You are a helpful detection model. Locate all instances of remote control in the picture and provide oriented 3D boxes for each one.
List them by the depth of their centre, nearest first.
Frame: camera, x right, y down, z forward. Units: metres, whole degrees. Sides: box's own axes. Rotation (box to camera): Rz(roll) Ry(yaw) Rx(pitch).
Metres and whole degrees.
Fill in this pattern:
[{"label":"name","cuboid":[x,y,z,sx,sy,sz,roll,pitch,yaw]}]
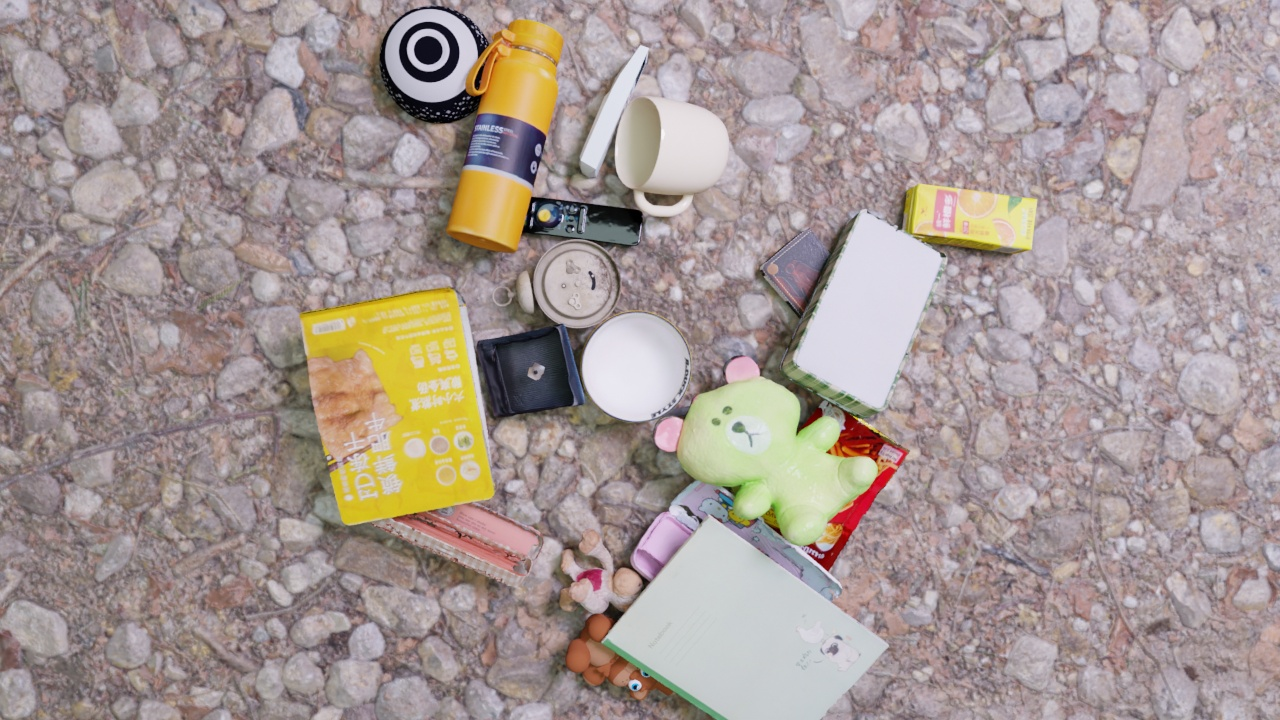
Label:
[{"label":"remote control","cuboid":[-0.032,-0.265,0.979,0.024,0.049,0.143,24,91,-3]},{"label":"remote control","cuboid":[-0.074,-0.152,0.998,0.152,0.020,0.041,7,88,-2]}]

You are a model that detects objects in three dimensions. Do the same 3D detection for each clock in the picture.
[{"label":"clock","cuboid":[-0.088,-0.077,0.984,0.140,0.054,0.093,-9,92,-10]}]

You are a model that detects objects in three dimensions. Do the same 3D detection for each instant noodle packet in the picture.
[{"label":"instant noodle packet","cuboid":[-0.248,0.049,0.955,0.163,0.084,0.221,-10,86,-4]}]

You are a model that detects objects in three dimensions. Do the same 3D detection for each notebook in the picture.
[{"label":"notebook","cuboid":[0.112,0.300,0.974,0.252,0.010,0.182,37,99,-12]}]

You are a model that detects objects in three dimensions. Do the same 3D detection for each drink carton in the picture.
[{"label":"drink carton","cuboid":[0.358,-0.155,1.007,0.134,0.043,0.058,7,89,-4]}]

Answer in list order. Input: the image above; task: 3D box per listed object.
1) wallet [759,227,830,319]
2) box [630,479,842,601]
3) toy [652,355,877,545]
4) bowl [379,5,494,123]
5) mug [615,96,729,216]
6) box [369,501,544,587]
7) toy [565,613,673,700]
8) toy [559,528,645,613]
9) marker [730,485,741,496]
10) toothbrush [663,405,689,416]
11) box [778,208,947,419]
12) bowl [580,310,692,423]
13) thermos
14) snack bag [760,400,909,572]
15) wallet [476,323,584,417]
[{"label":"wallet","cuboid":[0.196,-0.078,1.013,0.072,0.019,0.123,-40,94,-1]},{"label":"box","cuboid":[0.101,0.228,1.003,0.201,0.077,0.146,39,94,-4]},{"label":"toy","cuboid":[0.131,0.097,0.946,0.150,0.107,0.197,-44,66,-7]},{"label":"bowl","cuboid":[-0.216,-0.315,0.960,0.120,0.066,0.120,0,93,-3]},{"label":"mug","cuboid":[0.037,-0.210,0.961,0.099,0.096,0.120,0,108,-31]},{"label":"box","cuboid":[-0.197,0.181,0.991,0.187,0.082,0.042,25,121,-5]},{"label":"toy","cuboid":[-0.016,0.330,1.003,0.127,0.065,0.095,36,99,-9]},{"label":"toy","cuboid":[-0.038,0.246,0.990,0.106,0.085,0.074,30,126,-20]},{"label":"marker","cuboid":[0.090,0.115,1.003,0.124,0.017,0.021,52,134,14]},{"label":"toothbrush","cuboid":[0.069,0.054,1.019,0.167,0.013,0.013,-7,93,-5]},{"label":"box","cuboid":[0.236,-0.050,0.972,0.117,0.051,0.205,27,72,-3]},{"label":"bowl","cuboid":[-0.006,0.006,0.984,0.117,0.067,0.117,0,92,-3]},{"label":"thermos","cuboid":[-0.140,-0.235,0.951,0.076,0.091,0.232,13,87,26]},{"label":"snack bag","cuboid":[0.192,0.152,1.018,0.139,0.066,0.208,34,100,-9]},{"label":"wallet","cuboid":[-0.116,0.012,0.976,0.115,0.026,0.089,-9,97,33]}]
